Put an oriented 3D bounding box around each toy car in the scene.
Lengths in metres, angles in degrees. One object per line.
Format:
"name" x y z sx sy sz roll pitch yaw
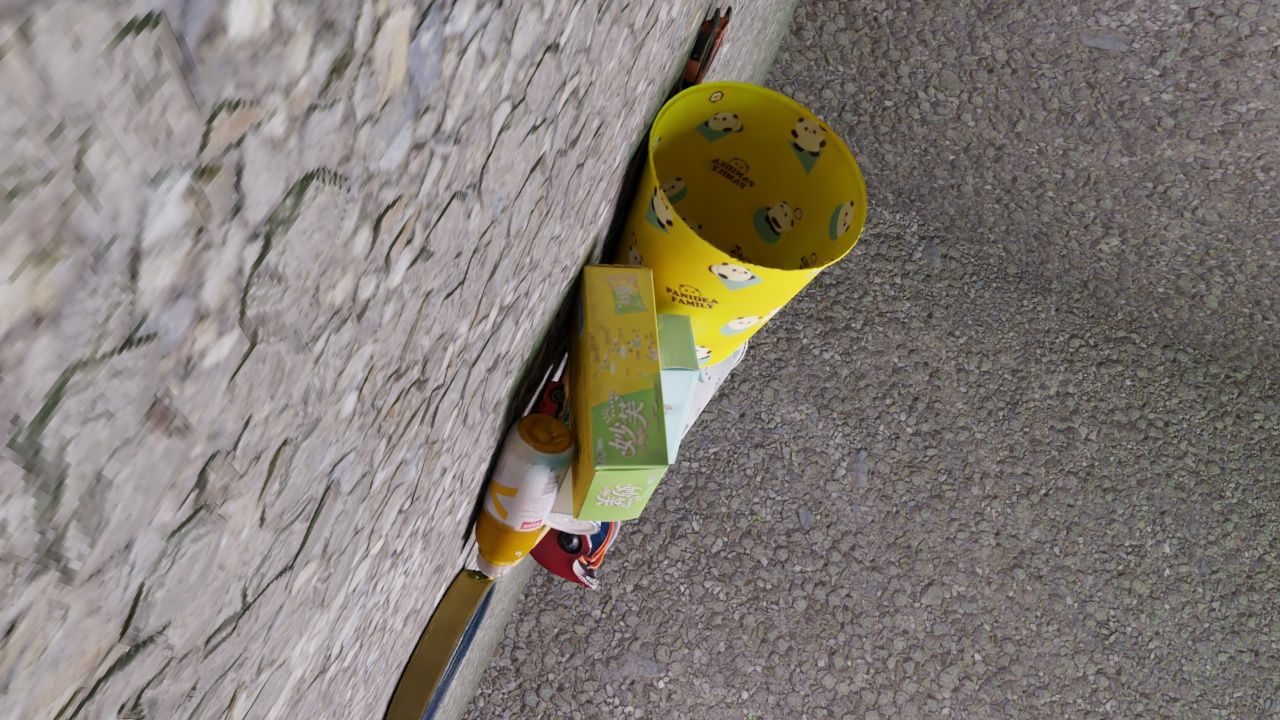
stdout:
"toy car" -0.106 0.074 1.003 0.049 0.031 0.106 107 -3 -66

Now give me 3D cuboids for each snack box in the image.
"snack box" 0.021 0.034 0.976 0.175 0.051 0.074 101 -13 -50
"snack box" -0.028 0.034 0.895 0.158 0.070 0.209 112 -25 -62

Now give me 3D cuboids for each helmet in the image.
"helmet" -0.106 0.217 1.394 0.206 0.144 0.240 -64 164 -55

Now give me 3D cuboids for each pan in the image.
"pan" -0.170 0.263 1.025 0.198 0.078 0.357 98 17 -86

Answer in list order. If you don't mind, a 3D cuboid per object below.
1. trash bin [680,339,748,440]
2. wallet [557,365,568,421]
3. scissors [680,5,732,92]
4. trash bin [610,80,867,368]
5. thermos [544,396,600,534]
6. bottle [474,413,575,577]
"trash bin" 0.031 0.012 1.546 0.251 0.229 0.230 -55 172 -43
"wallet" -0.091 0.049 1.167 0.107 0.031 0.132 -51 164 -78
"scissors" 0.052 -0.289 0.999 0.189 0.015 0.226 72 43 -88
"trash bin" 0.080 -0.127 0.996 0.229 0.229 0.256 -64 -176 -33
"thermos" -0.056 0.072 1.005 0.073 0.073 0.223 112 -9 -64
"bottle" -0.121 0.139 0.910 0.067 0.068 0.190 -62 177 -59
